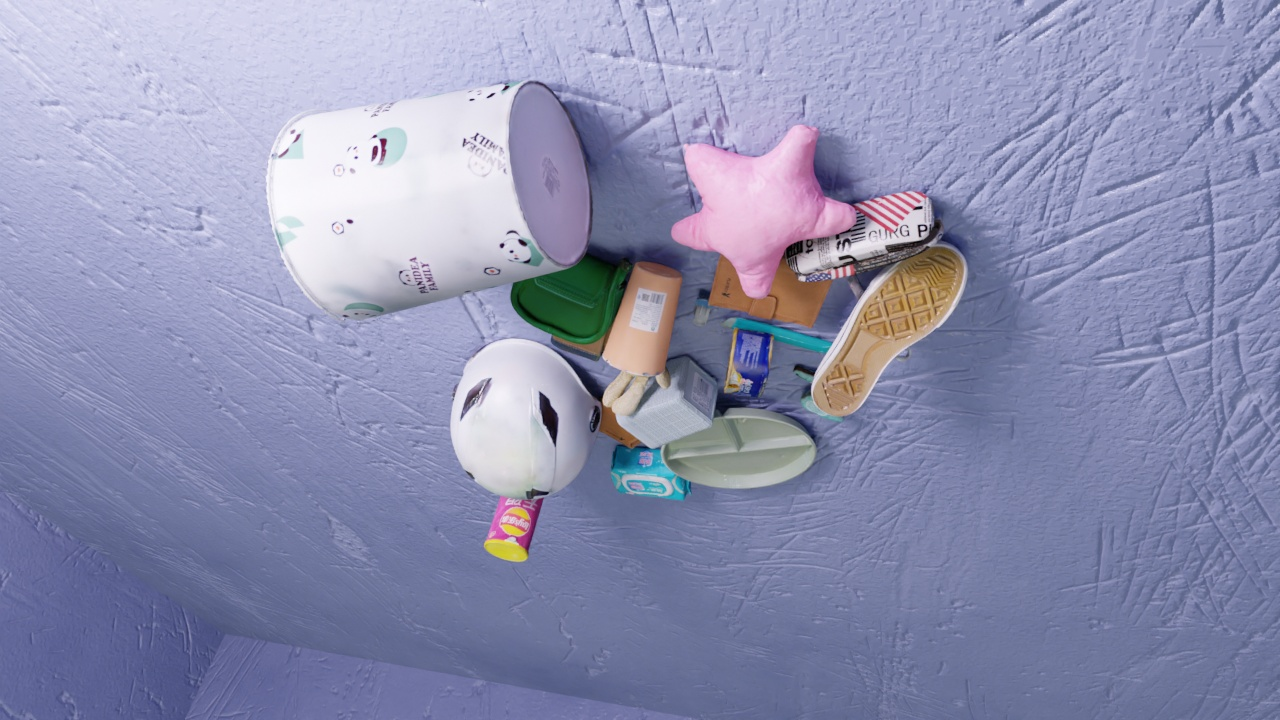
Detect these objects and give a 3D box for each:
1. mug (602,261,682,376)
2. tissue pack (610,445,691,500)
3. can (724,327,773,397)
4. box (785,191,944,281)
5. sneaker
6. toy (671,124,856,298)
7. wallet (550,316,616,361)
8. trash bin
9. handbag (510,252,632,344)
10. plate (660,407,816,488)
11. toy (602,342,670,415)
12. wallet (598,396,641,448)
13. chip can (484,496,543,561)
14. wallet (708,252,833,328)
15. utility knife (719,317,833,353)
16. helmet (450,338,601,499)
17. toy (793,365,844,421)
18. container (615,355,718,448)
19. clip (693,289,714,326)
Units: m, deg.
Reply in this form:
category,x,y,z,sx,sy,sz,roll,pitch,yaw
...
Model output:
category,x,y,z,sx,sy,sz,roll,pitch,yaw
mug,0.006,-0.052,1.096,0.078,0.078,0.123,15,110,0
tissue pack,0.019,0.186,1.507,0.134,0.050,0.093,3,144,17
can,0.135,0.004,1.153,0.049,0.074,0.148,9,167,5
box,0.236,-0.116,0.962,0.164,0.075,0.082,-13,150,32
sneaker,0.274,-0.043,1.035,0.118,0.087,0.242,30,122,-2
toy,0.117,-0.164,0.930,0.178,0.074,0.195,39,130,-10
wallet,-0.072,-0.050,1.213,0.090,0.033,0.115,15,143,1
trash bin,-0.199,-0.166,0.932,0.252,0.229,0.230,-7,141,21
handbag,-0.084,-0.091,1.107,0.131,0.067,0.120,22,127,-2
plate,0.145,0.132,1.368,0.230,0.027,0.231,3,147,2
toy,-0.007,0.007,1.205,0.066,0.105,0.158,-8,138,-37
wallet,-0.014,0.087,1.395,0.119,0.035,0.131,33,144,-16
chip can,-0.188,0.213,1.482,0.071,0.210,0.071,10,147,6
wallet,0.150,-0.088,1.069,0.132,0.031,0.108,15,145,3
utility knife,0.178,-0.032,1.156,0.157,0.013,0.029,15,150,-5
helmet,-0.183,0.108,1.345,0.229,0.145,0.259,14,135,6
toy,0.242,0.040,1.224,0.096,0.030,0.092,23,142,1
container,0.041,0.057,1.274,0.112,0.089,0.090,-20,134,38
clip,0.079,-0.065,1.143,0.026,0.038,0.058,13,145,0
